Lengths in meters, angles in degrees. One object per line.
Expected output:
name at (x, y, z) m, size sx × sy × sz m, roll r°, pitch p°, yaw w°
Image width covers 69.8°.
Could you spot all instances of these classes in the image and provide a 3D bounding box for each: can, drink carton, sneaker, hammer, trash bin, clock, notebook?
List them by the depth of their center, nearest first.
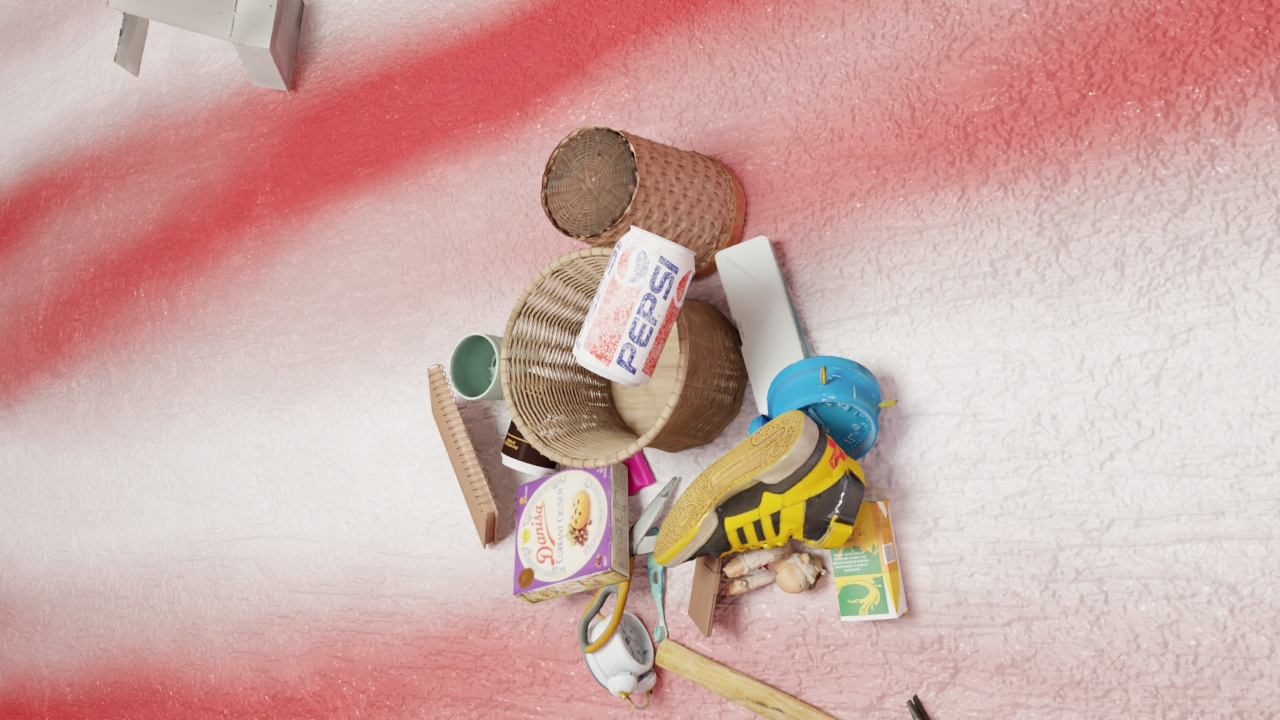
can at (-0.004, -0.050, 0.856) m, size 0.078 × 0.078 × 0.136 m, roll 27°, pitch 98°, yaw 31°
sneaker at (0.124, 0.156, 0.931) m, size 0.122 × 0.085 × 0.239 m, roll 35°, pitch 124°, yaw -15°
drink carton at (0.231, 0.202, 0.944) m, size 0.058 × 0.041 × 0.122 m, roll -13°, pitch 80°, yaw 30°
clock at (0.180, 0.067, 0.946) m, size 0.162 × 0.116 × 0.060 m, roll -56°, pitch 18°, yaw 38°
hammer at (0.159, 0.374, 0.981) m, size 0.331 × 0.033 × 0.132 m, roll 15°, pitch 96°, yaw 32°
trash bin at (0.007, -0.178, 1.017) m, size 0.151 × 0.209 × 0.151 m, roll -3°, pitch 84°, yaw 31°
clock at (-0.021, 0.348, 1.065) m, size 0.057 × 0.083 × 0.117 m, roll -33°, pitch 65°, yaw 19°
can at (-0.125, 0.075, 1.153) m, size 0.072 × 0.071 × 0.128 m, roll 17°, pitch 90°, yaw 32°
notebook at (-0.230, 0.125, 1.184) m, size 0.210 × 0.022 × 0.169 m, roll 64°, pitch 161°, yaw 19°

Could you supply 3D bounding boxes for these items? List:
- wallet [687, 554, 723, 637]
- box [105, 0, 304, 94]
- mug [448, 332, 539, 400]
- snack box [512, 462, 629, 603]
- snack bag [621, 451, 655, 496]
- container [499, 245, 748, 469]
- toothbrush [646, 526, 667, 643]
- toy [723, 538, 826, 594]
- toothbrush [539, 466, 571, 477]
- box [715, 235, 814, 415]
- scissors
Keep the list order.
wallet at (0.075, 0.237, 1.024) m, size 0.013 × 0.087 × 0.121 m, roll 9°, pitch 91°, yaw -11°
box at (-0.637, -0.551, 1.326) m, size 0.150 × 0.412 × 0.166 m, roll 0°, pitch 79°, yaw 28°
mug at (-0.193, 0.006, 1.188) m, size 0.111 × 0.104 × 0.084 m, roll 20°, pitch 96°, yaw 31°
snack box at (-0.083, 0.202, 1.091) m, size 0.148 × 0.040 × 0.143 m, roll -22°, pitch 52°, yaw 27°
snack bag at (-0.070, 0.169, 1.149) m, size 0.197 × 0.016 × 0.070 m, roll -36°, pitch 67°, yaw 25°
container at (-0.005, 0.006, 1.011) m, size 0.227 × 0.196 × 0.226 m, roll -4°, pitch 82°, yaw 30°
toothbrush at (0.020, 0.265, 1.084) m, size 0.022 × 0.017 × 0.135 m, roll -8°, pitch 82°, yaw 32°
toy at (0.145, 0.225, 0.987) m, size 0.106 × 0.085 × 0.074 m, roll 9°, pitch 50°, yaw 11°
toothbrush at (-0.065, 0.117, 1.152) m, size 0.185 × 0.015 × 0.015 m, roll -34°, pitch 62°, yaw 23°
box at (0.142, -0.038, 1.014) m, size 0.085 × 0.070 × 0.198 m, roll -33°, pitch 67°, yaw 46°
scissors at (-0.033, 0.225, 1.080) m, size 0.226 × 0.016 × 0.225 m, roll 21°, pitch 76°, yaw 45°
